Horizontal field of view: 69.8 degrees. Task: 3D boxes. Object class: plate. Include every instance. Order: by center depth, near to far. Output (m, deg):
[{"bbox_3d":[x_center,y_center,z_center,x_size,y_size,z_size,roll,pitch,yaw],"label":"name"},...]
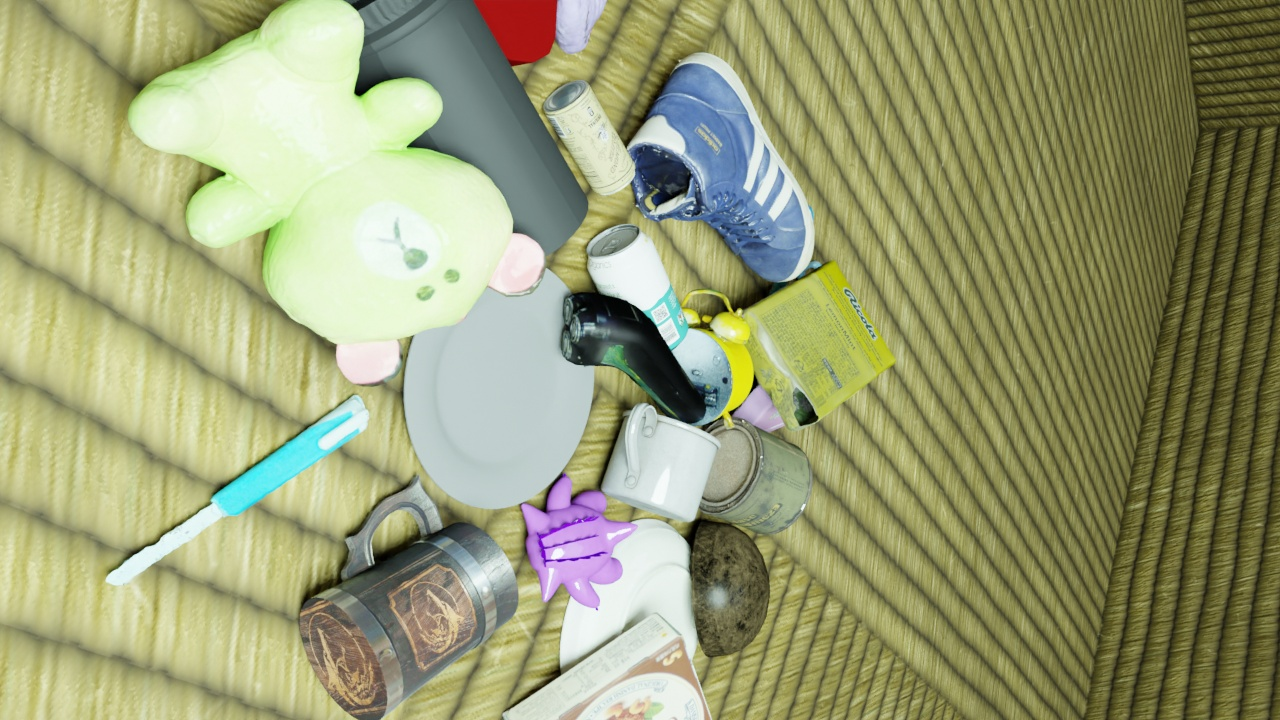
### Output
[{"bbox_3d":[-0.097,0.016,0.652,0.178,0.012,0.178,-8,100,-50],"label":"plate"},{"bbox_3d":[0.005,0.229,0.786,0.182,0.034,0.182,-8,100,-51],"label":"plate"}]

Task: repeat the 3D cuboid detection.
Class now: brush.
[{"bbox_3d":[-0.095,-0.281,0.595,0.082,0.042,0.173,0,94,-51],"label":"brush"}]

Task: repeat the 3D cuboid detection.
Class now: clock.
[{"bbox_3d":[0.052,-0.001,0.779,0.057,0.083,0.119,-12,106,-55],"label":"clock"}]

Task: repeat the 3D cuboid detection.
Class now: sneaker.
[{"bbox_3d":[0.069,-0.126,0.776,0.118,0.092,0.233,-57,133,-36],"label":"sneaker"}]

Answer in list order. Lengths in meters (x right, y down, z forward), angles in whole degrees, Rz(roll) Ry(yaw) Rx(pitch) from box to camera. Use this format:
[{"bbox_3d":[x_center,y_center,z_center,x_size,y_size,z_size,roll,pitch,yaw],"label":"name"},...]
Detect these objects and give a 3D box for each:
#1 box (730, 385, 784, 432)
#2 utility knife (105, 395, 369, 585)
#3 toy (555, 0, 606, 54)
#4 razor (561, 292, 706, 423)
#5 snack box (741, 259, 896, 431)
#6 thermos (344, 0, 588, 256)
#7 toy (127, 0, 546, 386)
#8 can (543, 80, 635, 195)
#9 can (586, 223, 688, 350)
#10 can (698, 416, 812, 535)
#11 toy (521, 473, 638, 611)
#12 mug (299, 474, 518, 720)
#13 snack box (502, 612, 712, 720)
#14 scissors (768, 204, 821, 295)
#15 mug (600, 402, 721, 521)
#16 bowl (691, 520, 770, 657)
[{"bbox_3d":[0.148,0.004,0.942,0.213,0.091,0.090,-15,148,-49],"label":"box"},{"bbox_3d":[-0.216,0.068,0.507,0.166,0.015,0.022,-39,123,-43],"label":"utility knife"},{"bbox_3d":[-0.039,-0.273,0.654,0.080,0.036,0.099,80,24,-83],"label":"toy"},{"bbox_3d":[-0.004,0.004,0.700,0.067,0.054,0.151,-37,127,10],"label":"razor"},{"bbox_3d":[0.159,-0.015,0.855,0.180,0.045,0.121,-28,86,-48],"label":"snack box"},{"bbox_3d":[-0.114,-0.155,0.551,0.085,0.086,0.199,-57,134,-30],"label":"thermos"},{"bbox_3d":[-0.159,-0.089,0.493,0.150,0.107,0.197,-37,133,-12],"label":"toy"},{"bbox_3d":[-0.037,-0.165,0.684,0.038,0.038,0.079,-59,135,-28],"label":"can"},{"bbox_3d":[-0.002,-0.053,0.726,0.054,0.055,0.102,-51,130,-34],"label":"can"},{"bbox_3d":[0.097,0.105,0.830,0.074,0.090,0.089,26,73,-37],"label":"can"},{"bbox_3d":[-0.049,0.137,0.690,0.087,0.056,0.106,-5,75,-40],"label":"toy"},{"bbox_3d":[-0.147,0.140,0.565,0.107,0.080,0.116,-27,88,-48],"label":"mug"},{"bbox_3d":[-0.016,0.296,0.723,0.143,0.041,0.147,-29,119,-21],"label":"snack box"},{"bbox_3d":[0.154,-0.111,0.949,0.139,0.013,0.118,-14,106,-48],"label":"scissors"},{"bbox_3d":[0.010,0.080,0.730,0.113,0.084,0.070,41,65,-58],"label":"mug"},{"bbox_3d":[0.088,0.206,0.831,0.121,0.056,0.121,-5,89,-74],"label":"bowl"}]
